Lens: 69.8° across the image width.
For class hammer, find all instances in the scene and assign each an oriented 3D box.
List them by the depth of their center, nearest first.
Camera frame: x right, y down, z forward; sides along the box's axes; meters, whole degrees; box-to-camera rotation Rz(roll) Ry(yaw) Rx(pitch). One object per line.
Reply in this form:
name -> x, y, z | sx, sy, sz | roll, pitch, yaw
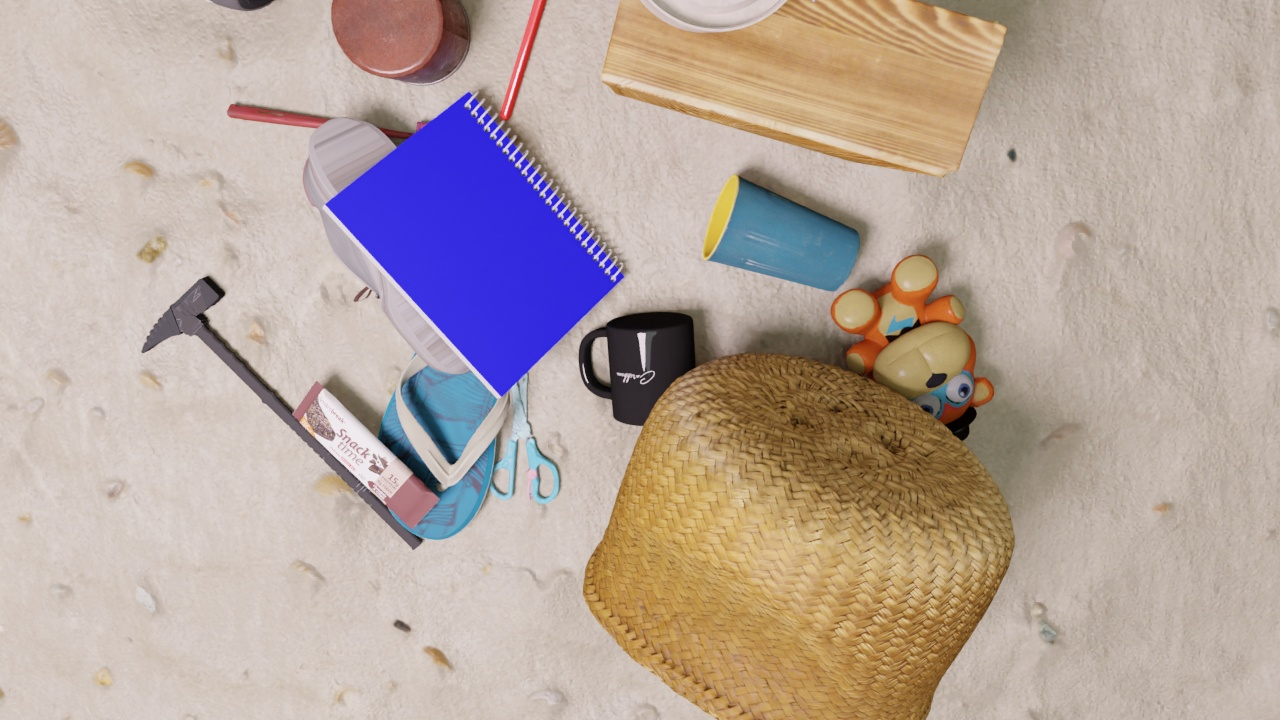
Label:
hammer -> -0.333, 0.070, 0.886 | 0.095, 0.015, 0.325 | -40, 101, 10

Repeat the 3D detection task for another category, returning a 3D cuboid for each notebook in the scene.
notebook -> -0.132, -0.102, 0.787 | 0.171, 0.022, 0.209 | -46, 104, -22

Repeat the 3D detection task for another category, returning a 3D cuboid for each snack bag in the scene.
snack bag -> -0.258, 0.090, 0.858 | 0.158, 0.013, 0.057 | 45, 121, -1

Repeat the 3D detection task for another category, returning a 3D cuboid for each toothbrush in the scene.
toothbrush -> -0.090, -0.311, 0.783 | 0.018, 0.012, 0.213 | 22, 105, 7
toothbrush -> -0.268, -0.211, 0.811 | 0.190, 0.016, 0.016 | 7, 100, -1

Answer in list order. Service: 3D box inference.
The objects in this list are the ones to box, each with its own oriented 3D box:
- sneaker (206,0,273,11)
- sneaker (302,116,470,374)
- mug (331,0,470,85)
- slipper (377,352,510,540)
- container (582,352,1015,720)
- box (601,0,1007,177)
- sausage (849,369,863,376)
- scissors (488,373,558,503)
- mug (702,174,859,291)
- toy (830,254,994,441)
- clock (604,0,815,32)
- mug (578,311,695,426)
sneaker -> -0.346, -0.423, 0.727 | 0.160, 0.093, 0.257 | 18, 103, 5
sneaker -> -0.216, -0.092, 0.805 | 0.099, 0.090, 0.236 | -32, 98, -27
mug -> -0.206, -0.282, 0.746 | 0.123, 0.110, 0.096 | 29, 98, -7
slipper -> -0.175, 0.037, 0.849 | 0.118, 0.060, 0.295 | 23, 103, 2
container -> 0.129, 0.129, 0.726 | 0.307, 0.306, 0.197 | 17, 114, -4
box -> 0.096, -0.329, 0.642 | 0.286, 0.278, 0.337 | 13, 106, -3
sausage -> 0.143, 0.048, 0.870 | 0.155, 0.020, 0.020 | -28, 102, 8
scissors -> -0.123, 0.075, 0.888 | 0.076, 0.015, 0.141 | -7, 99, 6
mug -> 0.125, -0.106, 0.805 | 0.121, 0.078, 0.078 | 17, 104, -9
toy -> 0.247, -0.004, 0.823 | 0.112, 0.096, 0.176 | -31, 113, 7
clock -> 0.017, -0.227, 0.500 | 0.157, 0.061, 0.103 | -11, 104, -3
mug -> -0.005, 0.005, 0.838 | 0.114, 0.078, 0.088 | 3, 106, 27
